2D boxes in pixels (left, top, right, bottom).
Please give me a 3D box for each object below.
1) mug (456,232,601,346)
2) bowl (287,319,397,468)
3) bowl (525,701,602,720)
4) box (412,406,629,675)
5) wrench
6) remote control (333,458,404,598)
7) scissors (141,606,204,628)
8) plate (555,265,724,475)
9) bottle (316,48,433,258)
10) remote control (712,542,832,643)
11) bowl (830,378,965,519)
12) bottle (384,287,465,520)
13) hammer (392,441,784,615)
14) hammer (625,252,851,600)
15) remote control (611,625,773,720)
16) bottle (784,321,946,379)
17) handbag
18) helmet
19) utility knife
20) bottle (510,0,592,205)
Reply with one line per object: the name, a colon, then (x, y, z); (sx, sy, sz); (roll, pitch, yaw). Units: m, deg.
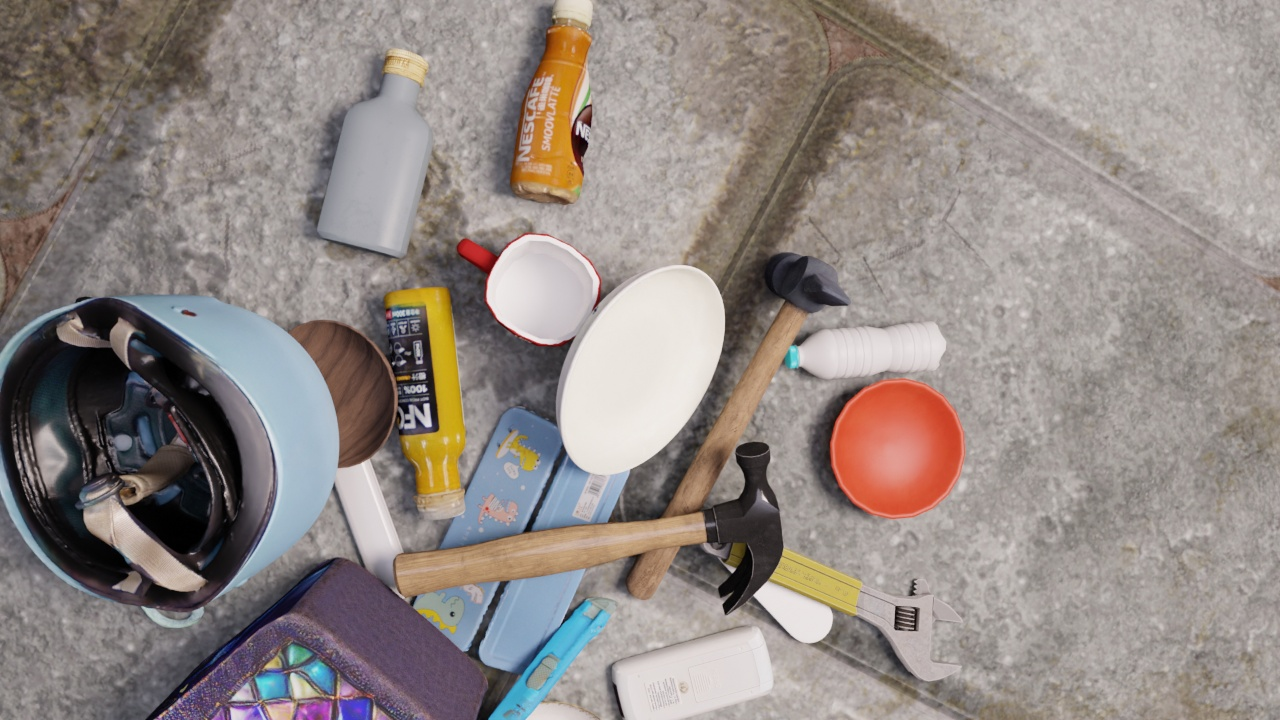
mug: (-0.093, -0.062, 0.735); (0.116, 0.096, 0.080); (31, 87, -7)
bowl: (-0.242, 0.025, 0.739); (0.119, 0.032, 0.119); (3, 99, 16)
bowl: (-0.082, 0.345, 0.762); (0.145, 0.063, 0.145); (0, 91, -8)
box: (-0.101, 0.153, 0.769); (0.126, 0.039, 0.209); (25, 88, -6)
wrench: (0.170, 0.204, 0.802); (0.273, 0.018, 0.083); (24, 76, -12)
remote control: (-0.224, 0.140, 0.765); (0.033, 0.012, 0.131); (-19, 94, -6)
scissors: (-0.424, 0.154, 0.742); (0.174, 0.033, 0.065); (33, 91, -10)
plate: (-0.004, 0.004, 0.734); (0.034, 0.182, 0.182); (31, 86, 35)
bottle: (-0.208, -0.169, 0.744); (0.072, 0.046, 0.161); (14, 89, -7)
remote control: (0.117, 0.194, 0.809); (0.043, 0.013, 0.136); (-44, 96, -4)
bowl: (0.221, 0.076, 0.809); (0.122, 0.035, 0.122); (0, 91, -7)
bottle: (-0.173, 0.035, 0.749); (0.053, 0.053, 0.186); (-6, 92, -7)
hammer: (-0.041, 0.152, 0.730); (0.305, 0.040, 0.132); (-9, 110, 0)
hammer: (0.072, 0.060, 0.764); (0.040, 0.129, 0.322); (27, 98, -13)
remote control: (0.046, 0.276, 0.796); (0.138, 0.025, 0.060); (-14, 93, -5)
bottle: (0.194, -0.008, 0.799); (0.136, 0.044, 0.044); (-4, 92, -7)
handbag: (-0.254, 0.290, 0.705); (0.205, 0.125, 0.222); (43, 98, -6)
helmet: (-0.336, 0.062, 0.666); (0.266, 0.166, 0.225); (-3, 97, 19)
utility knife: (-0.082, 0.259, 0.735); (0.031, 0.015, 0.197); (23, 48, 23)
bottle: (-0.067, -0.214, 0.754); (0.059, 0.059, 0.167); (9, 90, -7)
